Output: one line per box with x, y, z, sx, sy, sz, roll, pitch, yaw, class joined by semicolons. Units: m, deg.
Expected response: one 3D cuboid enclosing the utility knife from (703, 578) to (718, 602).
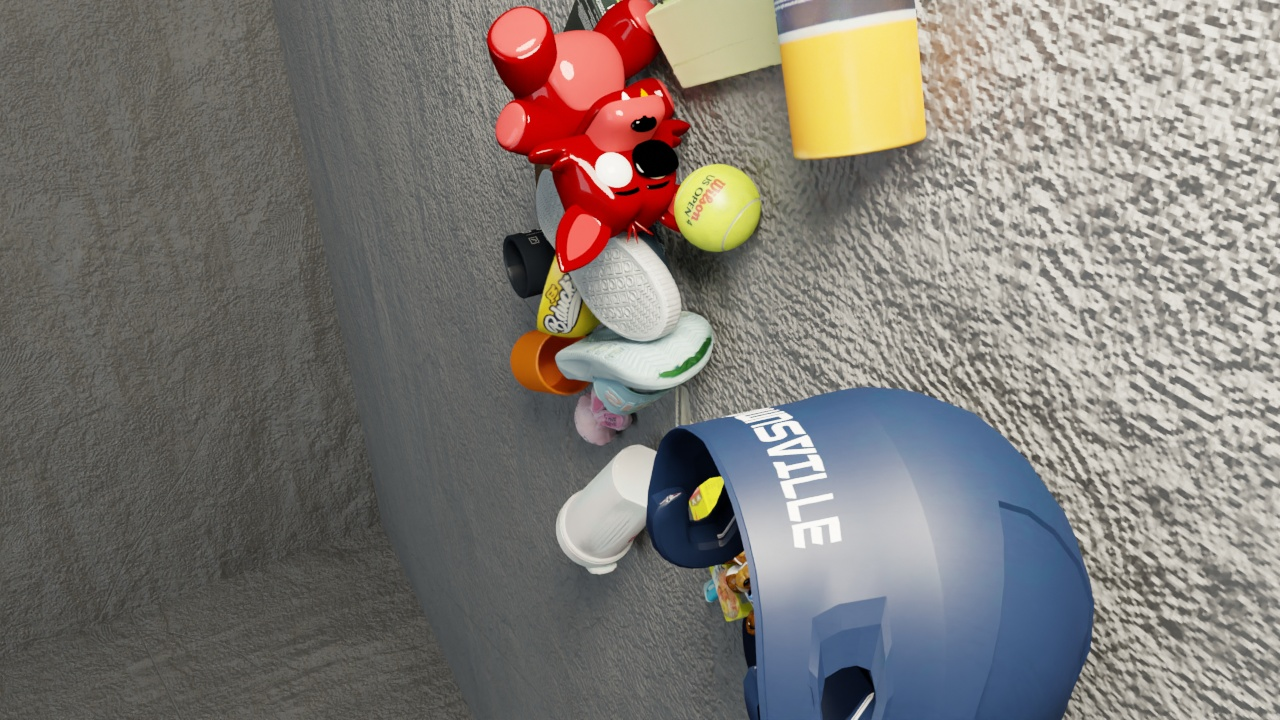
0.088;0.215;0.917;0.124;0.015;0.022;118;152;-55;utility knife

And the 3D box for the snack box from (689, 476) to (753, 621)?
0.078;0.169;0.866;0.040;0.028;0.148;126;131;-61;snack box

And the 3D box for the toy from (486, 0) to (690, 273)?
-0.028;-0.179;0.725;0.121;0.158;0.197;-33;77;59;toy

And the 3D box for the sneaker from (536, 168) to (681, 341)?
-0.015;-0.104;0.833;0.235;0.087;0.089;54;142;36;sneaker

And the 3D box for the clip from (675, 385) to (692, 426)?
0.049;0.080;0.906;0.054;0.040;0.102;-110;14;-58;clip

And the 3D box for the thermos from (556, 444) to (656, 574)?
-0.032;0.173;1.049;0.099;0.099;0.221;64;151;18;thermos

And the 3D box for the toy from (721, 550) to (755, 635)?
0.107;0.186;0.790;0.087;0.067;0.112;-52;34;30;toy

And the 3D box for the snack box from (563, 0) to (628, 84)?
-0.048;-0.274;0.859;0.080;0.025;0.148;67;155;11;snack box

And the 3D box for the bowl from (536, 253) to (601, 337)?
-0.055;-0.075;0.934;0.117;0.067;0.117;27;-98;-88;bowl

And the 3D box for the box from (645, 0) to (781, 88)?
0.061;-0.263;0.624;0.188;0.047;0.141;20;122;61;box

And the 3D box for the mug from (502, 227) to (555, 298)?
-0.112;-0.114;1.038;0.105;0.077;0.071;11;116;63;mug

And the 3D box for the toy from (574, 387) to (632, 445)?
-0.049;0.064;1.066;0.063;0.047;0.110;59;151;8;toy

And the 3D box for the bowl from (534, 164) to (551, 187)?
-0.092;-0.193;0.967;0.118;0.030;0.118;173;91;-76;bowl

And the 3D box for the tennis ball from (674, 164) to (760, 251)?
0.058;-0.115;0.695;0.065;0.065;0.065;45;144;46;tennis ball

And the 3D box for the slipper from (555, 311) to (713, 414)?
-0.005;0.005;0.874;0.246;0.103;0.074;2;119;64;slipper

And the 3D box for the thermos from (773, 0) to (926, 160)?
0.099;-0.231;0.501;0.076;0.091;0.233;-114;13;-74;thermos

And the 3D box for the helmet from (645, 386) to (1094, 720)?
0.133;0.147;0.523;0.232;0.223;0.273;-127;37;-65;helmet

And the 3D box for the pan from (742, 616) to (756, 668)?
0.173;0.270;0.768;0.198;0.021;0.357;64;154;17;pan

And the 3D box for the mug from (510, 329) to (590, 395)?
-0.101;-0.016;1.102;0.096;0.077;0.112;2;80;64;mug
